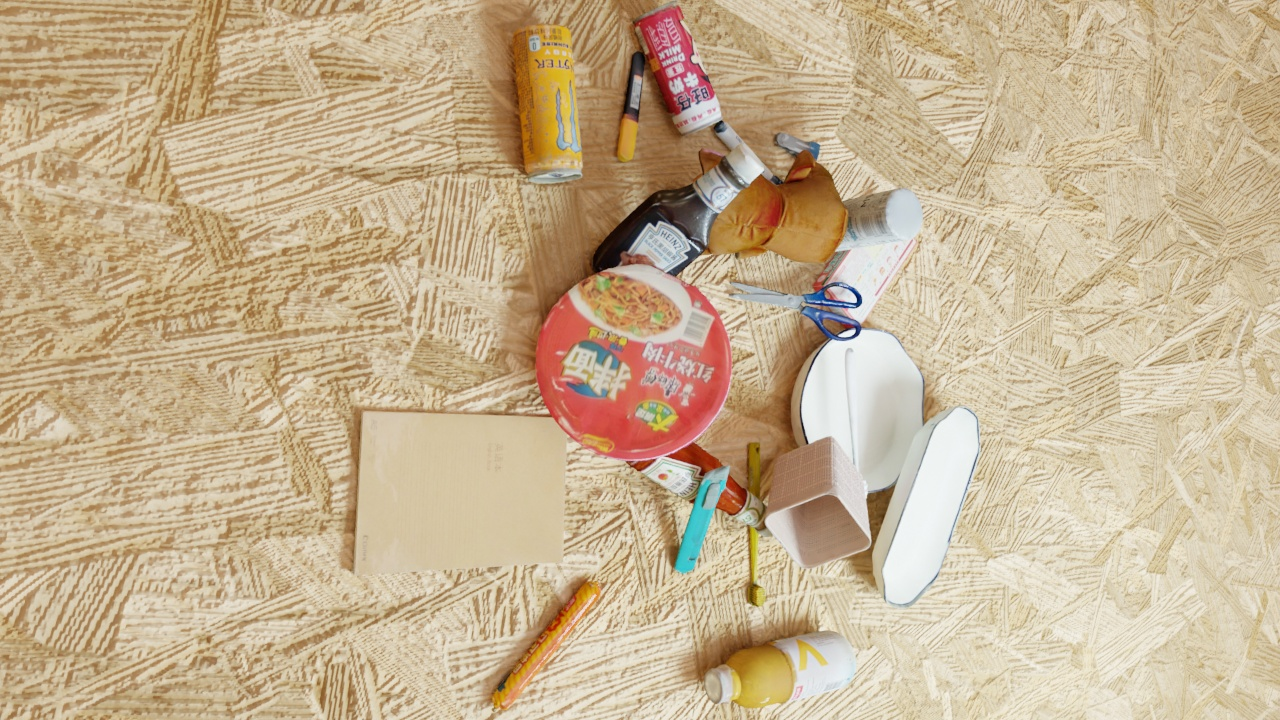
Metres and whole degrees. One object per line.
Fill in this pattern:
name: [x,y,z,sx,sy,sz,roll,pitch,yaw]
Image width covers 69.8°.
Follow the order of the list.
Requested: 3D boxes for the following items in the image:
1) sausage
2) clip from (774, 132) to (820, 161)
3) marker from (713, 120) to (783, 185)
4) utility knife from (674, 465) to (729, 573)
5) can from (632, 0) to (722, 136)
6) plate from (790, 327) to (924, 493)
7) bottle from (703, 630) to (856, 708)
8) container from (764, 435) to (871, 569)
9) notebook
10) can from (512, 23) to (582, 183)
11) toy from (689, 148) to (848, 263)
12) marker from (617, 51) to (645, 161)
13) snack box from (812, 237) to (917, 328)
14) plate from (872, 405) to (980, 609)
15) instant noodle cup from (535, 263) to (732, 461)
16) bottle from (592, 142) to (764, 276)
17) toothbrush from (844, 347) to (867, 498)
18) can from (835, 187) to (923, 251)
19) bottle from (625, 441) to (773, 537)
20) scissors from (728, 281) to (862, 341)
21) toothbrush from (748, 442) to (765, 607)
sausage: [-0.093,0.285,0.923,0.164,0.021,0.021,-48,112,-23]
clip: [0.185,-0.256,1.098,0.058,0.045,0.027,21,80,-23]
marker: [0.132,-0.230,1.067,0.130,0.018,0.022,42,61,-24]
utility knife: [0.065,0.172,0.978,0.029,0.012,0.151,5,122,-17]
can: [0.042,-0.313,0.992,0.053,0.053,0.133,-32,105,-27]
plate: [0.265,0.060,1.126,0.204,0.046,0.205,1,88,-30]
bottle: [0.159,0.354,1.046,0.189,0.068,0.068,-1,90,-31]
container: [0.199,0.153,1.023,0.090,0.090,0.110,51,29,-21]
notebook: [-0.169,0.126,0.887,0.211,0.012,0.149,4,86,-31]
can: [-0.091,-0.253,0.909,0.058,0.058,0.146,-7,93,-31]
toy: [0.127,-0.169,1.005,0.199,0.130,0.140,-3,124,-30]
marker: [-0.010,-0.273,0.985,0.018,0.015,0.123,13,80,-32]
snack box: [0.283,-0.121,1.149,0.077,0.027,0.155,47,67,-21]
plate: [0.356,0.181,1.155,0.162,0.034,0.265,21,88,-47]
instant noodle cup: [-0.005,0.005,0.921,0.194,0.066,0.193,0,81,2]
bottle: [0.040,-0.140,0.926,0.195,0.044,0.080,-40,117,21]
toothbrush: [0.254,0.074,1.083,0.016,0.016,0.180,-5,91,-33]
can: [0.252,-0.159,1.061,0.058,0.147,0.058,0,90,-31]
bottle: [0.073,0.134,1.000,0.206,0.060,0.059,35,72,-24]
scissors: [0.186,-0.077,1.077,0.173,0.012,0.124,36,68,-5]
toothbrush: [0.135,0.190,1.063,0.015,0.017,0.190,0,89,-28]
